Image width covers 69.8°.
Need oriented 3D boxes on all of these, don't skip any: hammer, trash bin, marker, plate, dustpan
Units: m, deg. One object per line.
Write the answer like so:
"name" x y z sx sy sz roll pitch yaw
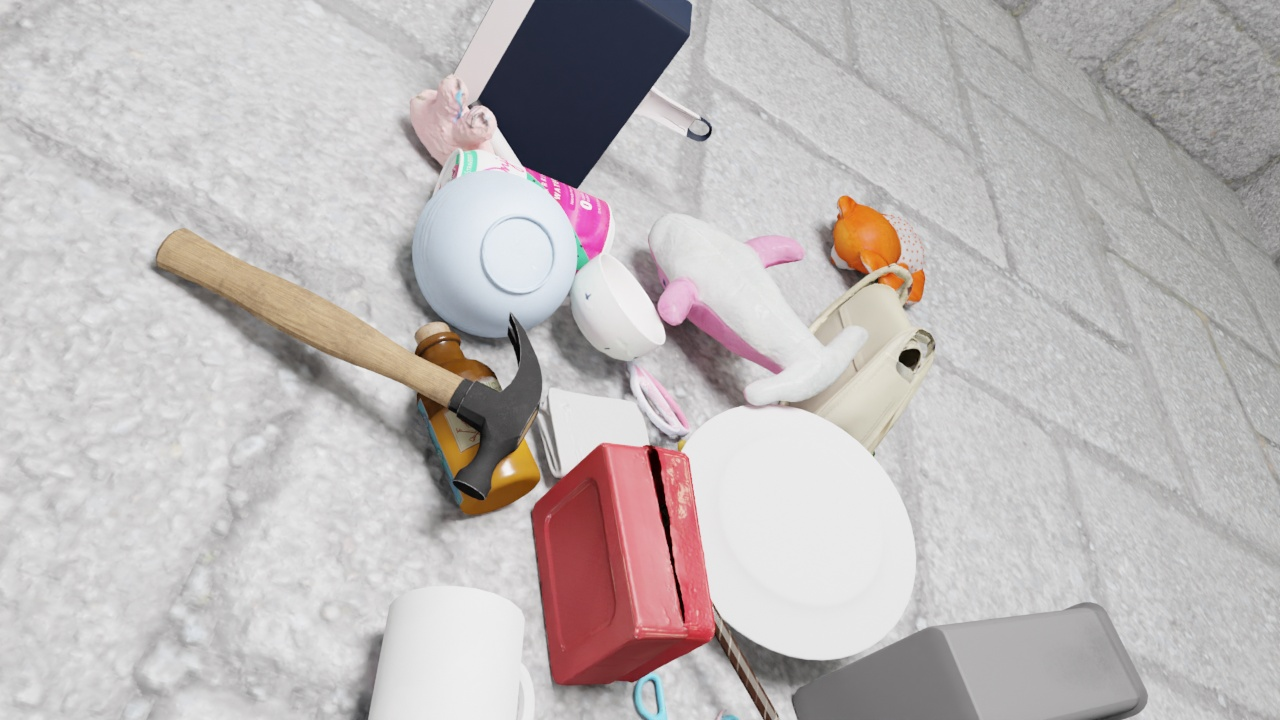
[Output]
"hammer" -0.219 -0.022 0.692 0.305 0.040 0.132 27 64 2
"trash bin" 0.277 0.288 0.784 0.219 0.192 0.097 6 54 -34
"marker" -0.134 -0.202 0.951 0.145 0.019 0.019 57 38 -16
"plate" 0.141 0.142 0.818 0.242 0.016 0.242 10 56 -15
"hammer" 0.090 0.260 0.721 0.098 0.044 0.322 -31 76 -2
"dustpan" -0.040 -0.286 0.957 0.273 0.237 0.080 28 43 -19

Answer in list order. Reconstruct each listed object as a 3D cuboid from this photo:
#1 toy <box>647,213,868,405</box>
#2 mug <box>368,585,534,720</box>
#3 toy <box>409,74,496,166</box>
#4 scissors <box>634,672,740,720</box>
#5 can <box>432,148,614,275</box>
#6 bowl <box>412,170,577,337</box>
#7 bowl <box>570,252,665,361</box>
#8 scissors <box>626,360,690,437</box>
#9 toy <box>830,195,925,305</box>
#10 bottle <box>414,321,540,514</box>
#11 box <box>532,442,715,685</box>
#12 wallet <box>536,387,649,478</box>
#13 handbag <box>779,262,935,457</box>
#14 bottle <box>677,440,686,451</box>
"toy" 0.101 -0.049 0.958 0.186 0.128 0.265 -30 59 -23
"mug" -0.115 0.215 0.604 0.121 0.091 0.090 37 38 -36
"toy" -0.180 -0.229 0.900 0.053 0.105 0.108 -41 95 -29
"scissors" 0.027 0.297 0.706 0.126 0.015 0.135 51 36 8
"can" -0.112 -0.139 0.891 0.165 0.088 0.088 19 47 -27
"bowl" -0.117 -0.092 0.801 0.150 0.075 0.150 -3 98 -26
"bowl" -0.027 -0.045 0.868 0.105 0.054 0.104 50 16 -21
"scissors" -0.008 0.004 0.905 0.174 0.017 0.076 57 20 20
"toy" 0.322 -0.155 1.267 0.172 0.093 0.163 7 55 -51
"bottle" -0.140 0.040 0.737 0.067 0.068 0.157 -9 63 -43
"box" -0.010 0.155 0.703 0.086 0.130 0.158 13 50 -33
"wallet" -0.041 0.072 0.820 0.116 0.032 0.086 15 50 -41
"handbag" 0.258 0.014 1.012 0.132 0.184 0.228 37 25 -13
"bottle" 0.061 0.138 0.834 0.051 0.051 0.146 2 56 -38
